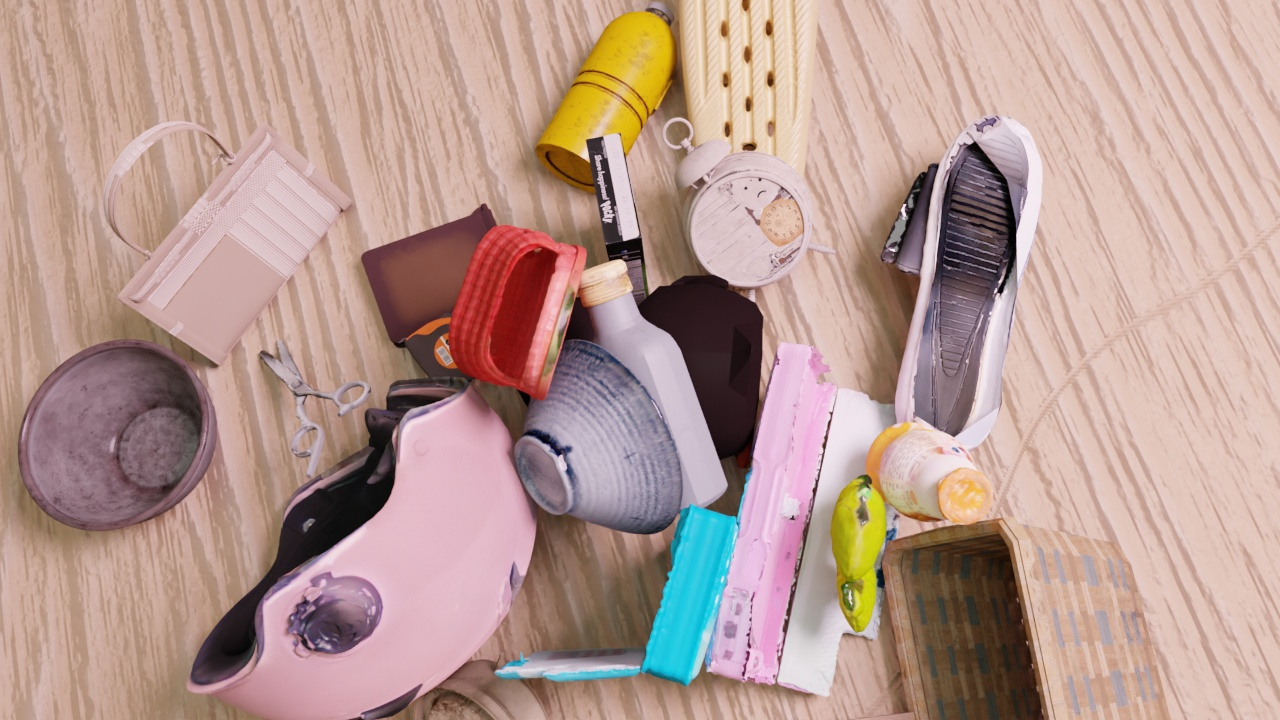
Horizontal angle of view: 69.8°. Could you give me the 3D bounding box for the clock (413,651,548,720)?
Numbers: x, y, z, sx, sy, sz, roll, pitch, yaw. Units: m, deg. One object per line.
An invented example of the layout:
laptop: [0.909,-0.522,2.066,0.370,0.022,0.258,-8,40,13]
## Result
clock: [-0.100,0.271,0.643,0.093,0.054,0.141,-15,101,35]

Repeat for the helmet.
helmet: [-0.171,0.138,0.618,0.152,0.230,0.255,45,73,-19]

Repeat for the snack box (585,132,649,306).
snack box: [-0.015,-0.098,0.694,0.025,0.148,0.080,-11,74,0]

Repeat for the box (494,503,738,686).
box: [0.000,0.170,0.580,0.170,0.227,0.085,-38,77,-8]

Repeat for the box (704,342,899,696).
box: [0.120,0.118,0.662,0.063,0.160,0.230,-1,69,48]

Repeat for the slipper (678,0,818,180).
slipper: [0.088,-0.236,0.766,0.111,0.079,0.261,0,94,4]

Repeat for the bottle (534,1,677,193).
bottle: [-0.019,-0.227,0.772,0.071,0.071,0.163,26,78,9]

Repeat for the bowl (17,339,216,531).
bowl: [-0.392,0.062,0.715,0.145,0.067,0.144,-1,75,3]

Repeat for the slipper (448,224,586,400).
slipper: [-0.091,-0.037,0.602,0.059,0.249,0.103,17,92,-18]

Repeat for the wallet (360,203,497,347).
wallet: [-0.165,-0.071,0.766,0.115,0.018,0.091,-22,75,-6]

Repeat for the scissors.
scissors: [-0.266,0.032,0.702,0.161,0.014,0.117,7,53,30]

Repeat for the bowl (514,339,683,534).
bowl: [-0.041,0.060,0.575,0.057,0.137,0.137,-28,73,-35]

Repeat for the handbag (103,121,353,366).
handbag: [-0.325,-0.106,0.688,0.062,0.198,0.175,33,79,11]

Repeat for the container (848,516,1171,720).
container: [0.216,0.231,0.581,0.186,0.158,0.249,-2,74,-19]

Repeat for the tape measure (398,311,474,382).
tape measure: [-0.150,-0.009,0.734,0.059,0.038,0.058,-37,94,1]

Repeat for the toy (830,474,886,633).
toy: [0.146,0.127,0.616,0.036,0.094,0.094,2,36,17]

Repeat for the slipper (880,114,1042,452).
slipper: [0.241,-0.061,0.709,0.111,0.063,0.263,11,86,-26]

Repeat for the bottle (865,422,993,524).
bottle: [0.195,0.078,0.616,0.063,0.109,0.063,0,95,-5]

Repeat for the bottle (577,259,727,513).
bottle: [0.000,0.016,0.587,0.046,0.072,0.161,-28,103,-37]

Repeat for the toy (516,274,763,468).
toy: [-0.004,0.004,0.670,0.184,0.140,0.159,6,75,5]

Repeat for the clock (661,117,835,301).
clock: [0.070,-0.120,0.706,0.103,0.061,0.157,-36,105,17]
